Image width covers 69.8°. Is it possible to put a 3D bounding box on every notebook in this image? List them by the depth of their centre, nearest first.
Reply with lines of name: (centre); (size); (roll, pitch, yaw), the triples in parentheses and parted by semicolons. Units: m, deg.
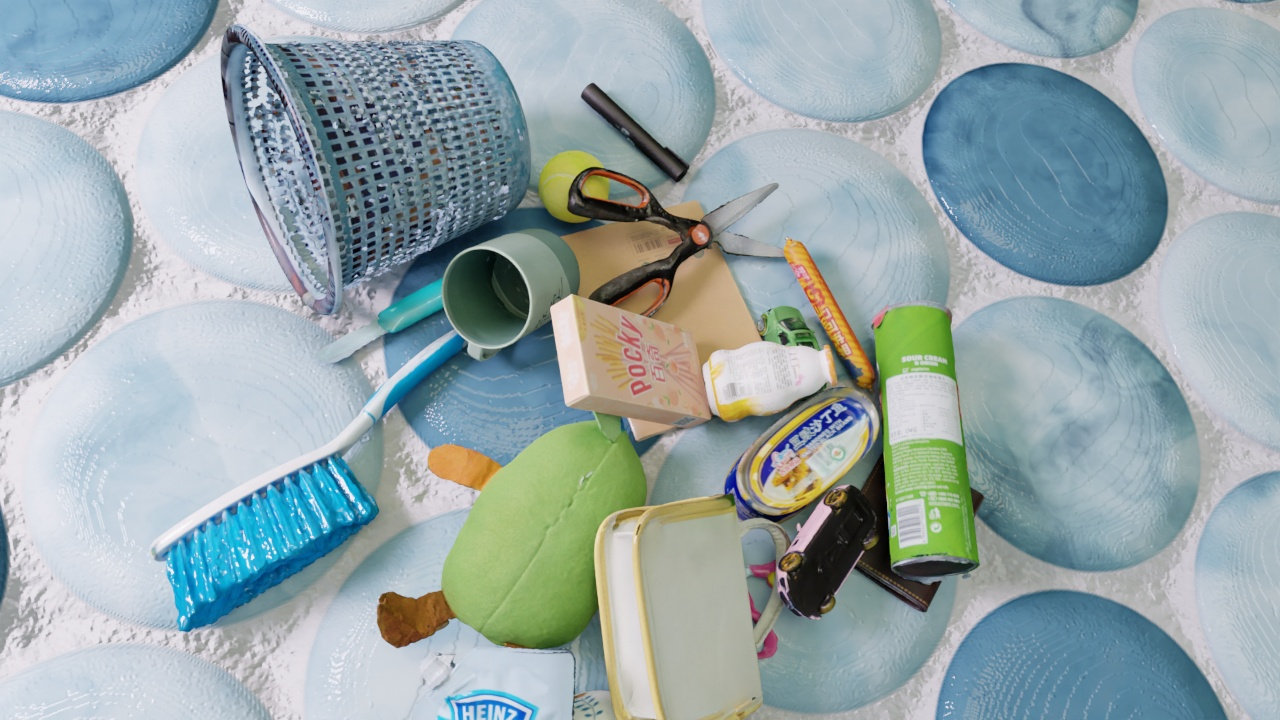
notebook: (0.025, -0.043, 0.839); (0.147, 0.008, 0.207); (-18, 73, -15)

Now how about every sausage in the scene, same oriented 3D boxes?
sausage: (0.174, -0.044, 0.848); (0.021, 0.021, 0.165); (-24, 80, -17)

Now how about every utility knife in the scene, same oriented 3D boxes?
utility knife: (-0.189, -0.053, 0.807); (0.209, 0.013, 0.029); (-32, 78, -21)

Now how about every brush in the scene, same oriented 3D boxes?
brush: (-0.236, 0.081, 0.729); (0.313, 0.061, 0.109); (-31, 73, -21)

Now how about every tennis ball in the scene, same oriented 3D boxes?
tennis ball: (-0.061, -0.159, 0.840); (0.065, 0.066, 0.065); (3, 68, -8)

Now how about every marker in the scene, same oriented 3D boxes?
marker: (-0.005, -0.225, 0.900); (0.132, 0.020, 0.022); (43, 79, 9)

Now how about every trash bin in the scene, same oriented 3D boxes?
trash bin: (-0.207, -0.172, 0.760); (0.194, 0.227, 0.226); (-22, 73, -30)

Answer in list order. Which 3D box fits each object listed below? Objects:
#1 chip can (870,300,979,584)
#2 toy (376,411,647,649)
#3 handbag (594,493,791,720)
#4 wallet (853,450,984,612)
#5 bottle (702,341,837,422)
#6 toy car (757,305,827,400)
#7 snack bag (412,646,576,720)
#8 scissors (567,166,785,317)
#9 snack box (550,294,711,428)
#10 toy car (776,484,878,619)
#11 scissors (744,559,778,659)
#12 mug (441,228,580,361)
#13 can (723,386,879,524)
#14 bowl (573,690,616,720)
chip can: (0.240, 0.065, 0.781); (0.072, 0.072, 0.235); (7, 61, -6)
toy: (-0.076, 0.143, 0.707); (0.227, 0.090, 0.246); (38, 64, -2)
handbag: (0.051, 0.185, 0.695); (0.178, 0.063, 0.163); (-3, 83, -41)
wallet: (0.230, 0.140, 0.793); (0.096, 0.020, 0.122); (34, 66, 6)
bottle: (0.110, 0.014, 0.775); (0.108, 0.063, 0.063); (-12, 69, 11)
toy car: (0.139, -0.009, 0.824); (0.043, 0.036, 0.091); (-7, 66, -27)
snack bag: (-0.102, 0.289, 0.628); (0.110, 0.038, 0.191); (3, 94, 12)
scissors: (0.031, -0.115, 0.828); (0.222, 0.022, 0.220); (42, 75, -15)
snack box: (-0.004, 0.004, 0.745); (0.157, 0.026, 0.084); (14, 58, -49)
toy car: (0.149, 0.153, 0.740); (0.056, 0.037, 0.122); (50, 59, -11)
scissors: (0.083, 0.184, 0.755); (0.133, 0.017, 0.128); (10, 70, 0)
mug: (-0.109, -0.052, 0.773); (0.082, 0.112, 0.106); (29, 25, 9)
can: (0.138, 0.082, 0.784); (0.148, 0.049, 0.074); (-35, 77, -19)
bowl: (-0.029, 0.299, 0.667); (0.113, 0.062, 0.113); (2, 68, -6)
